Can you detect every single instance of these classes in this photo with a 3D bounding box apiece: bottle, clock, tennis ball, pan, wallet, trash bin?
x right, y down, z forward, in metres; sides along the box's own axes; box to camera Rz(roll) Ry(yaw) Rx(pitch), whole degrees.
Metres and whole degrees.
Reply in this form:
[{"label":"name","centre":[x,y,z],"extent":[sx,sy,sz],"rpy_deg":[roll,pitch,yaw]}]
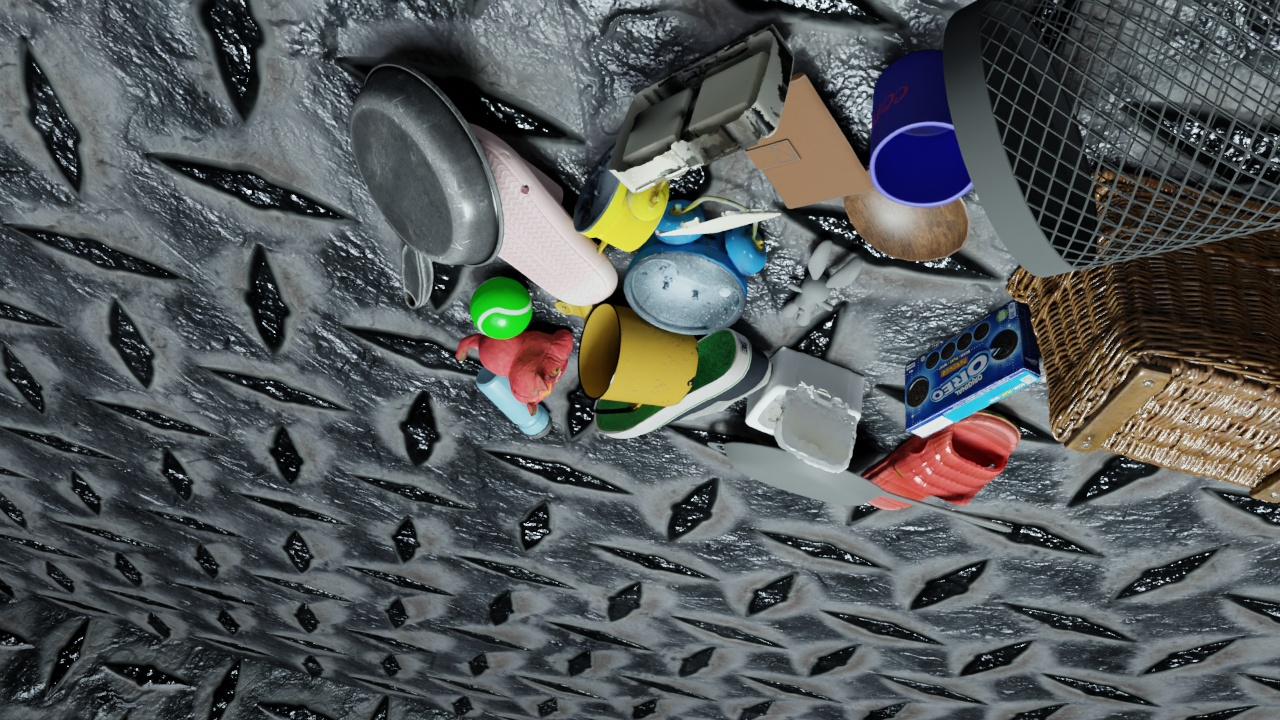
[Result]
[{"label":"bottle","centre":[-0.151,0.054,1.134],"extent":[0.040,0.040,0.130],"rpy_deg":[-10,138,29]},{"label":"clock","centre":[0.053,-0.090,0.862],"extent":[0.116,0.060,0.162],"rpy_deg":[23,141,-11]},{"label":"tennis ball","centre":[-0.146,-0.055,0.964],"extent":[0.065,0.065,0.065],"rpy_deg":[9,144,6]},{"label":"pan","centre":[0.247,0.154,1.074],"extent":[0.355,0.024,0.216],"rpy_deg":[14,167,16]},{"label":"wallet","centre":[0.127,-0.175,0.746],"extent":[0.088,0.013,0.121],"rpy_deg":[-5,138,44]},{"label":"clock","centre":[-0.010,-0.144,0.789],"extent":[0.057,0.083,0.119],"rpy_deg":[25,145,-25]},{"label":"pan","centre":[-0.211,-0.128,0.863],"extent":[0.187,0.055,0.358],"rpy_deg":[49,149,7]},{"label":"trash bin","centre":[0.330,-0.171,0.543],"extent":[0.228,0.217,0.217],"rpy_deg":[-17,135,40]}]

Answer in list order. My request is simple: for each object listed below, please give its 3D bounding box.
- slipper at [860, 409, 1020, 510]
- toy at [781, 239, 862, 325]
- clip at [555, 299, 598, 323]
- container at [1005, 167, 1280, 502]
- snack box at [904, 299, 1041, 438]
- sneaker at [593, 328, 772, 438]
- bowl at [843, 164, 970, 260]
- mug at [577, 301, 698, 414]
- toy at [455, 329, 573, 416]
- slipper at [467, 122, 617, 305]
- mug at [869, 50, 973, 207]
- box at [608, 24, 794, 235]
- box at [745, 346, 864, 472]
[{"label":"slipper","centre":[0.345,0.134,1.072],"extent":[0.103,0.059,0.250],"rpy_deg":[22,144,-12]},{"label":"toy","centre":[0.168,-0.069,0.878],"extent":[0.049,0.030,0.112],"rpy_deg":[30,148,1]},{"label":"clip","centre":[-0.064,-0.060,0.974],"extent":[0.049,0.044,0.054],"rpy_deg":[43,161,34]},{"label":"container","centre":[0.450,-0.012,0.734],"extent":[0.250,0.182,0.163],"rpy_deg":[13,146,0]},{"label":"snack box","centre":[0.319,0.012,0.896],"extent":[0.027,0.082,0.151],"rpy_deg":[25,142,-18]},{"label":"sneaker","centre":[0.045,0.039,1.025],"extent":[0.079,0.084,0.236],"rpy_deg":[25,143,-37]},{"label":"bowl","centre":[0.226,-0.132,0.773],"extent":[0.102,0.026,0.114],"rpy_deg":[-2,140,42]},{"label":"mug","centre":[-0.006,0.006,0.949],"extent":[0.094,0.100,0.124],"rpy_deg":[8,119,-26]},{"label":"toy","centre":[-0.147,0.002,1.020],"extent":[0.133,0.093,0.088],"rpy_deg":[10,144,6]},{"label":"slipper","centre":[-0.106,-0.135,0.851],"extent":[0.221,0.055,0.107],"rpy_deg":[44,138,-20]},{"label":"mug","centre":[0.227,-0.167,0.681],"extent":[0.111,0.083,0.079],"rpy_deg":[14,144,-2]},{"label":"box","centre":[0.046,-0.142,0.684],"extent":[0.144,0.186,0.070],"rpy_deg":[-13,138,42]},{"label":"box","centre":[0.177,0.070,0.975],"extent":[0.109,0.136,0.121],"rpy_deg":[18,145,-11]}]
